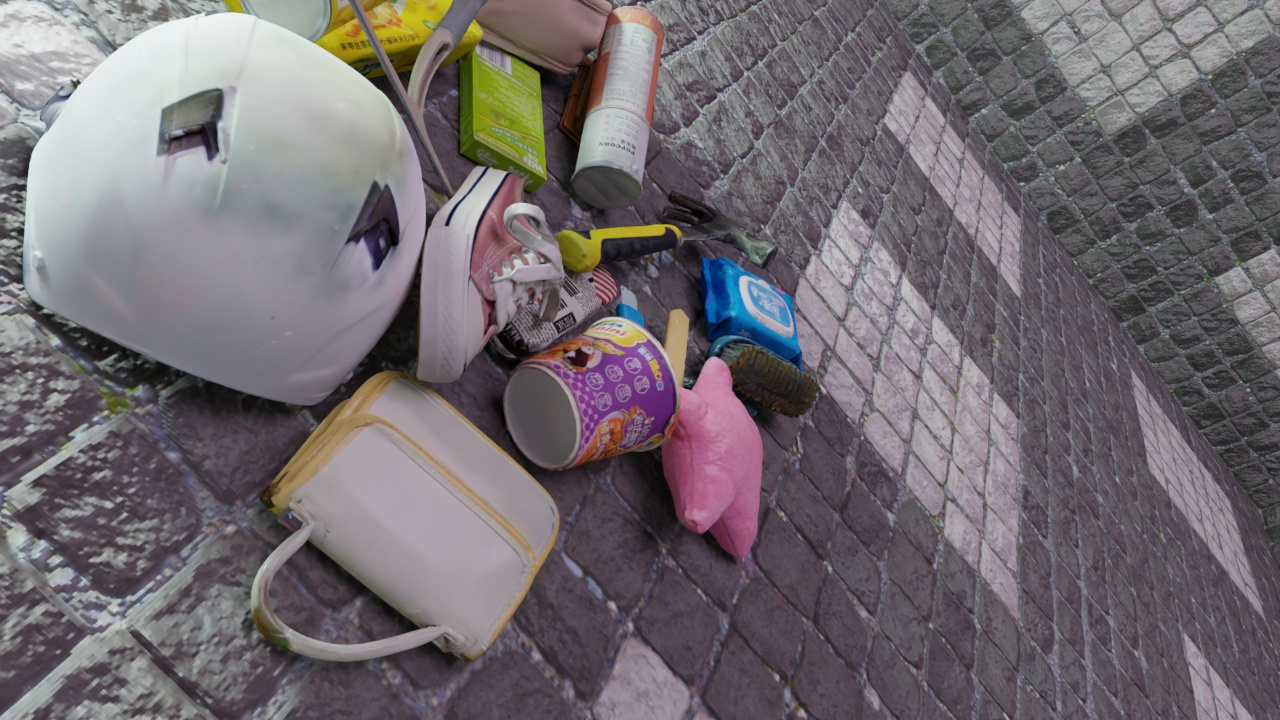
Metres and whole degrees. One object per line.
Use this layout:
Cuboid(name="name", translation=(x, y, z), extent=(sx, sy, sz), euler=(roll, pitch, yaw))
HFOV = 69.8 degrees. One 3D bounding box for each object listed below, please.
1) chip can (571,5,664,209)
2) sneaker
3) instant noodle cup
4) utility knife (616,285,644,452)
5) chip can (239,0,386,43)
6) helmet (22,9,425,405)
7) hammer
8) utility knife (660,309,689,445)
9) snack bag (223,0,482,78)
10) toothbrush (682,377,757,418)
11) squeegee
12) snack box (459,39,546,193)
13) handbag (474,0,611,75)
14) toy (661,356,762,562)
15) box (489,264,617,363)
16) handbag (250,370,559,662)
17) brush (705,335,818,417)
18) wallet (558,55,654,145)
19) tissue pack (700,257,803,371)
Cuboid(name="chip can", translation=(-0.020, -0.264, 0.948), extent=(0.071, 0.071, 0.214), euler=(27, 58, -35))
Cuboid(name="sneaker", translation=(-0.097, -0.066, 0.644), extent=(0.088, 0.118, 0.240), euler=(10, 34, -3))
Cuboid(name="instant noodle cup", translation=(-0.042, 0.029, 0.697), extent=(0.099, 0.112, 0.111), euler=(-18, 77, -47))
Cuboid(name="utility knife", translation=(-0.005, 0.005, 0.821), extent=(0.034, 0.018, 0.165), euler=(12, 58, -33))
Cuboid(name="chip can", translation=(-0.205, -0.298, 0.678), extent=(0.072, 0.072, 0.212), euler=(44, 37, -16))
Cuboid(name="helmet", translation=(-0.224, -0.114, 0.552), extent=(0.229, 0.146, 0.258), euler=(31, 41, -32))
Cuboid(name="hammer", translation=(0.019, -0.120, 0.892), extent=(0.126, 0.032, 0.322), euler=(36, 26, 21))
Cuboid(name="utility knife", translation=(0.031, 0.017, 0.852), extent=(0.031, 0.018, 0.151), euler=(30, 58, -34))
Cuboid(name="snack bag", translation=(-0.248, -0.300, 0.749), extent=(0.158, 0.068, 0.245), euler=(55, 34, -2))
Cuboid(name="toothbrush", translation=(0.048, 0.021, 0.888), extent=(0.191, 0.018, 0.016), euler=(28, 42, -35))
Cuboid(name="squeegee", translation=(-0.157, -0.256, 0.742), extent=(0.247, 0.039, 0.245), euler=(70, 25, -51))
Cuboid(name="snack box", translation=(-0.132, -0.239, 0.877), extent=(0.085, 0.026, 0.156), euler=(24, 45, -38))
Cuboid(name="handbag", translation=(-0.154, -0.411, 0.944), extent=(0.193, 0.093, 0.234), euler=(8, 39, -53))
Cuboid(name="toy", translation=(0.065, 0.094, 0.788), extent=(0.194, 0.075, 0.178), euler=(-33, 106, -67))
Cuboid(name="box", translation=(-0.079, -0.046, 0.774), extent=(0.074, 0.065, 0.163), euler=(32, 31, 13))
Cuboid(name="handbag", translation=(-0.141, 0.109, 0.548), extent=(0.163, 0.063, 0.178), euler=(44, 39, -14))
Cuboid(name="brush", translation=(0.117, 0.013, 0.941), extent=(0.143, 0.055, 0.073), euler=(25, 6, -41))
Cuboid(name="wallet", translation=(-0.037, -0.274, 1.013), extent=(0.119, 0.035, 0.130), euler=(32, 47, -24))
Cuboid(name="tissue pack", translation=(0.126, -0.049, 1.011), extent=(0.157, 0.052, 0.094), euler=(26, 44, -37))
